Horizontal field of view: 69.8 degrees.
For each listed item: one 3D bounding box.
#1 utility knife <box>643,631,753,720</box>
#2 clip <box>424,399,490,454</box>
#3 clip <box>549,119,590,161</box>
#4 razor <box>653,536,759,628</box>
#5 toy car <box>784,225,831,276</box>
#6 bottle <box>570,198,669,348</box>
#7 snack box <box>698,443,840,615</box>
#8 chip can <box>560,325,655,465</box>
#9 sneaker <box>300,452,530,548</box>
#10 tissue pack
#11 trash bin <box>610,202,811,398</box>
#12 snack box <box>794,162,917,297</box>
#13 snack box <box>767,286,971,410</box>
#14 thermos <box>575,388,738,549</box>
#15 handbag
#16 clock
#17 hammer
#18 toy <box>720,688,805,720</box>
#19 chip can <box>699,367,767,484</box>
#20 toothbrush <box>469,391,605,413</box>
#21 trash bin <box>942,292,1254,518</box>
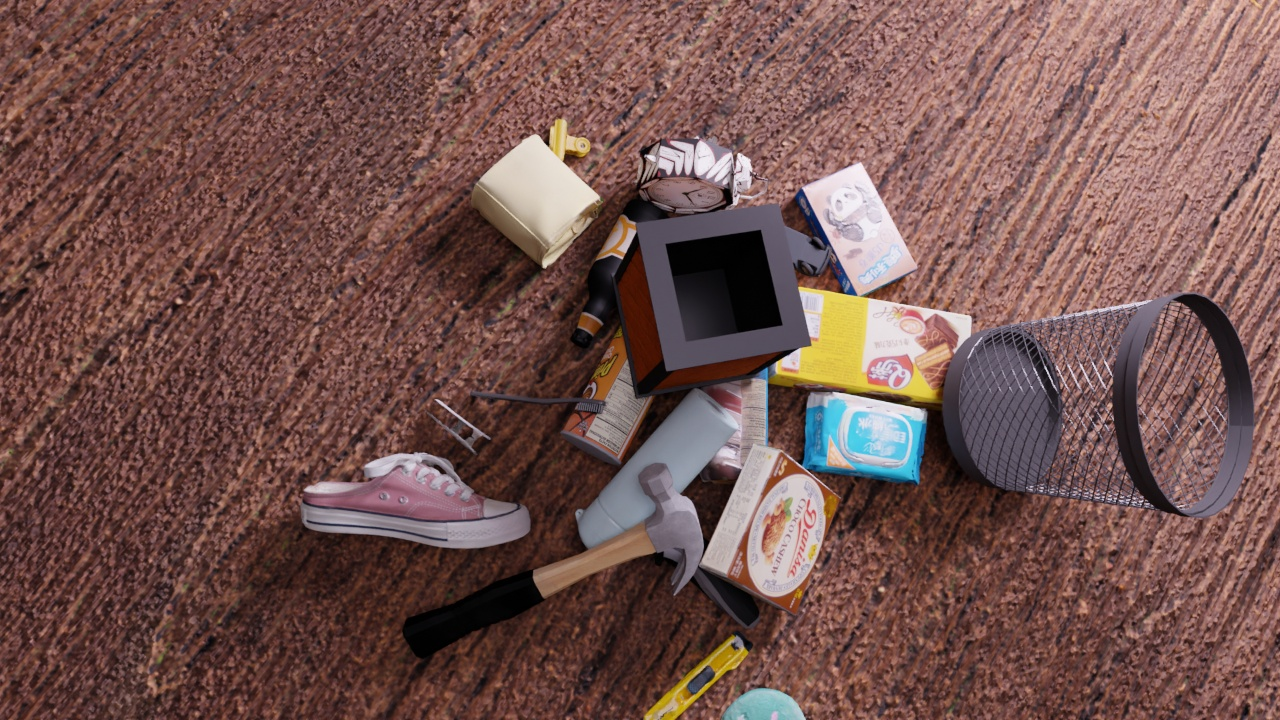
[{"bbox_3d":[0.052,0.363,1.003,0.179,0.017,0.030,-40,77,-10],"label":"utility knife"},{"bbox_3d":[-0.188,0.072,1.006,0.058,0.102,0.050,35,86,-43],"label":"clip"},{"bbox_3d":[-0.086,-0.259,1.097,0.049,0.044,0.054,0,76,17],"label":"clip"},{"bbox_3d":[0.075,0.235,1.011,0.156,0.057,0.060,38,119,-1],"label":"razor"},{"bbox_3d":[0.172,-0.138,1.104,0.112,0.034,0.046,25,81,5],"label":"toy car"},{"bbox_3d":[-0.029,-0.096,1.056,0.059,0.059,0.181,28,77,-2],"label":"bottle"},{"bbox_3d":[0.145,0.184,0.993,0.147,0.041,0.143,37,72,-42],"label":"snack box"},{"bbox_3d":[-0.006,0.006,1.031,0.075,0.075,0.214,29,77,-2],"label":"chip can"},{"bbox_3d":[-0.233,0.139,0.961,0.241,0.118,0.088,5,96,-1],"label":"sneaker"},{"bbox_3d":[0.262,0.089,1.058,0.144,0.062,0.092,9,77,-6],"label":"tissue pack"},{"bbox_3d":[0.063,-0.054,0.924,0.139,0.172,0.139,-10,81,-11],"label":"trash bin"},{"bbox_3d":[0.262,-0.157,1.121,0.087,0.034,0.151,-25,84,-11],"label":"snack box"},{"bbox_3d":[0.265,-0.012,1.079,0.230,0.062,0.110,9,78,-6],"label":"snack box"},{"bbox_3d":[0.015,0.126,0.985,0.078,0.065,0.207,44,99,24],"label":"thermos"},{"bbox_3d":[-0.115,-0.181,1.055,0.119,0.081,0.111,42,69,3],"label":"handbag"},{"bbox_3d":[0.074,-0.217,1.066,0.154,0.115,0.065,8,78,-9],"label":"clock"},{"bbox_3d":[-0.091,0.227,0.953,0.328,0.039,0.131,-24,107,4],"label":"hammer"},{"bbox_3d":[0.136,0.401,0.998,0.105,0.033,0.085,8,89,-7],"label":"toy"},{"bbox_3d":[0.106,0.026,1.044,0.080,0.080,0.229,3,78,-7],"label":"chip can"},{"bbox_3d":[-0.115,0.043,1.003,0.167,0.013,0.013,5,76,23],"label":"toothbrush"},{"bbox_3d":[0.477,0.049,0.980,0.217,0.228,0.217,2,85,-32],"label":"trash bin"}]
